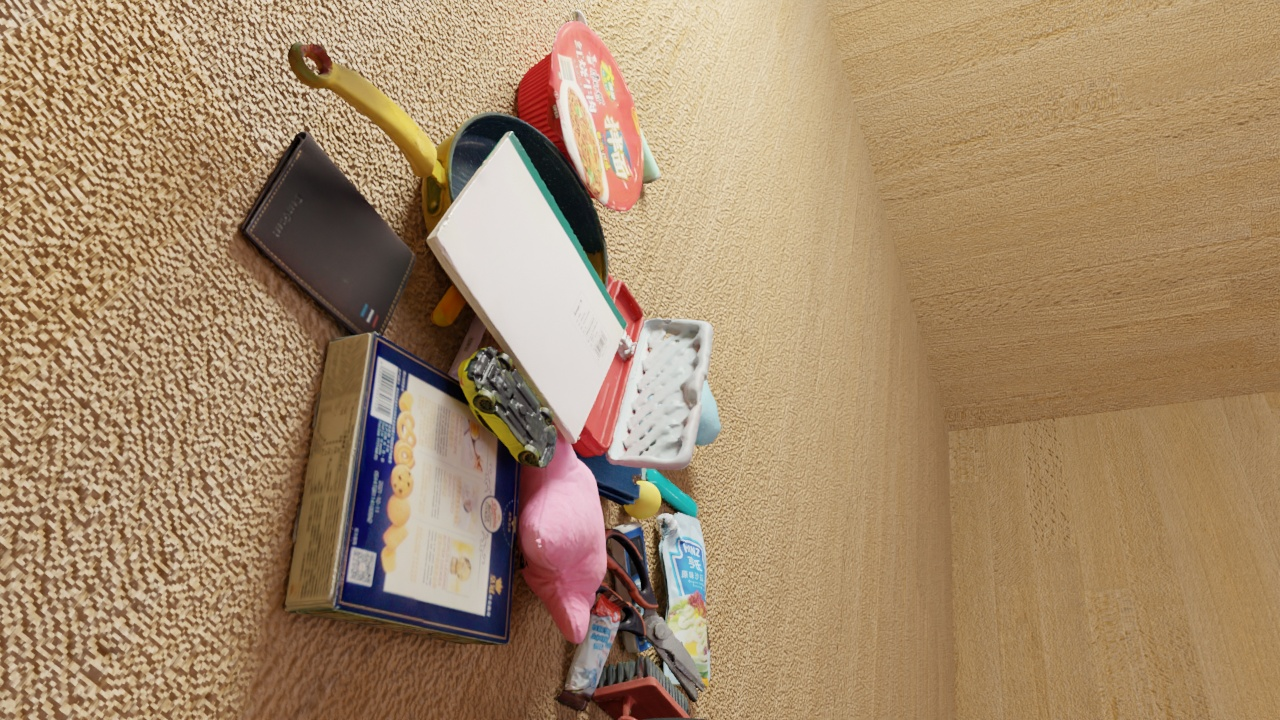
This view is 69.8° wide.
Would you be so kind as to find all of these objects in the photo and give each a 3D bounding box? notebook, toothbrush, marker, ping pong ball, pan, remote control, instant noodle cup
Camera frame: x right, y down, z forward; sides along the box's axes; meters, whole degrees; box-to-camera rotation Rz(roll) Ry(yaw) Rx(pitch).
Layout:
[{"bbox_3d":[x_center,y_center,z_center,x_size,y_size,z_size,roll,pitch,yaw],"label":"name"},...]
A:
[{"bbox_3d":[-0.079,-0.058,0.733,0.209,0.012,0.150,59,35,-32],"label":"notebook"},{"bbox_3d":[-0.029,-0.308,1.086,0.027,0.026,0.224,46,-14,55],"label":"toothbrush"},{"bbox_3d":[-0.145,-0.066,0.762,0.018,0.015,0.123,60,29,-27],"label":"marker"},{"bbox_3d":[0.001,0.146,0.961,0.040,0.040,0.040,35,50,-57],"label":"ping pong ball"},{"bbox_3d":[-0.136,-0.139,0.721,0.357,0.078,0.197,22,55,-50],"label":"pan"},{"bbox_3d":[-0.129,-0.048,0.781,0.021,0.029,0.188,114,-7,-48],"label":"toothbrush"},{"bbox_3d":[-0.008,0.229,0.928,0.049,0.024,0.125,1,81,-65],"label":"remote control"},{"bbox_3d":[-0.066,-0.240,0.936,0.193,0.066,0.194,-9,90,-66],"label":"instant noodle cup"}]

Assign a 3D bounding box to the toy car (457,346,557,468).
[{"bbox_3d":[-0.099,0.038,0.684,0.105,0.032,0.048,55,32,-31],"label":"toy car"}]

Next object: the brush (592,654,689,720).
[{"bbox_3d":[0.011,0.346,0.881,0.069,0.063,0.146,-92,159,-44],"label":"brush"}]

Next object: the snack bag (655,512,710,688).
[{"bbox_3d":[0.049,0.265,1.027,0.110,0.039,0.190,27,56,-48],"label":"snack bag"}]

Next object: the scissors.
[{"bbox_3d":[0.000,0.264,0.894,0.191,0.015,0.207,0,82,-47],"label":"scissors"}]

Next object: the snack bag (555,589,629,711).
[{"bbox_3d":[-0.042,0.259,0.822,0.048,0.026,0.104,47,58,-48],"label":"snack bag"}]

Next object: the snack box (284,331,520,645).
[{"bbox_3d":[-0.153,0.097,0.642,0.182,0.046,0.177,40,45,-54],"label":"snack box"}]

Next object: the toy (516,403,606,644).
[{"bbox_3d":[-0.069,0.130,0.756,0.178,0.074,0.194,74,6,-85],"label":"toy"}]

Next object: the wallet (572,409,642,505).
[{"bbox_3d":[-0.037,0.069,0.912,0.106,0.040,0.132,34,47,-49],"label":"wallet"}]

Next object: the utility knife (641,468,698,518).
[{"bbox_3d":[0.031,0.149,1.055,0.179,0.013,0.029,46,38,-52],"label":"utility knife"}]

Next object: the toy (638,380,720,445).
[{"bbox_3d":[0.046,0.057,1.083,0.161,0.050,0.155,51,44,-33],"label":"toy"}]

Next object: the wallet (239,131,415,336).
[{"bbox_3d":[-0.208,-0.079,0.626,0.122,0.020,0.096,53,36,-41],"label":"wallet"}]

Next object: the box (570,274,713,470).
[{"bbox_3d":[-0.009,0.013,0.885,0.154,0.074,0.200,25,45,-11],"label":"box"}]

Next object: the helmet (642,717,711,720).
[{"bbox_3d":[0.035,0.386,0.682,0.230,0.275,0.233,90,6,-76],"label":"helmet"}]
